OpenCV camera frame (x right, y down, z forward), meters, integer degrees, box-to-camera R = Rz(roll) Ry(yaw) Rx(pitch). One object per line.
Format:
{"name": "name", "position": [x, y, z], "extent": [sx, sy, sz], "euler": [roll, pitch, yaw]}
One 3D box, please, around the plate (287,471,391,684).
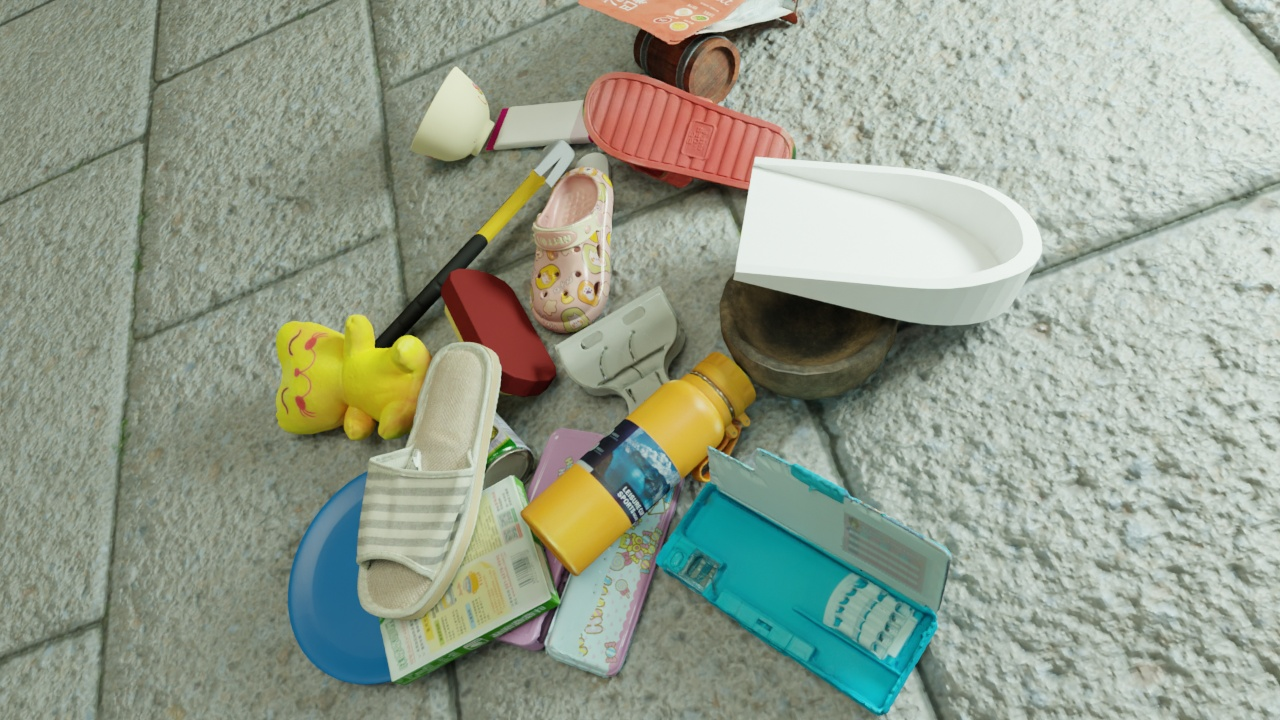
{"name": "plate", "position": [-0.246, 0.207, 0.911], "extent": [0.225, 0.024, 0.224], "euler": [-9, 59, 15]}

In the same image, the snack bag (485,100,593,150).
{"name": "snack bag", "position": [-0.102, -0.292, 1.138], "extent": [0.197, 0.016, 0.070], "euler": [3, 63, 27]}

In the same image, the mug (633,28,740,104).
{"name": "mug", "position": [0.042, -0.343, 1.091], "extent": [0.111, 0.081, 0.117], "euler": [40, 105, 36]}

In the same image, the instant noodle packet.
{"name": "instant noodle packet", "position": [0.059, -0.426, 1.066], "extent": [0.220, 0.084, 0.164], "euler": [-32, 52, -32]}

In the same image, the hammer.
{"name": "hammer", "position": [-0.190, -0.131, 1.052], "extent": [0.323, 0.029, 0.127], "euler": [-48, 16, -3]}

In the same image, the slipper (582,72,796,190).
{"name": "slipper", "position": [0.052, -0.247, 1.027], "extent": [0.249, 0.059, 0.103], "euler": [21, 92, 10]}

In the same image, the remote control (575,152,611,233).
{"name": "remote control", "position": [-0.056, -0.187, 1.070], "extent": [0.043, 0.013, 0.136], "euler": [-10, 59, 15]}

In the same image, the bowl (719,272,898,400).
{"name": "bowl", "position": [0.157, -0.032, 0.857], "extent": [0.162, 0.070, 0.162], "euler": [-6, 53, 7]}

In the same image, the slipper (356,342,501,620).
{"name": "slipper", "position": [-0.200, 0.105, 0.863], "extent": [0.115, 0.054, 0.272], "euler": [7, 70, 23]}

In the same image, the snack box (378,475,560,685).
{"name": "snack box", "position": [-0.167, 0.201, 0.848], "extent": [0.168, 0.027, 0.131], "euler": [-29, 56, 7]}

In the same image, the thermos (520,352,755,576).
{"name": "thermos", "position": [0.006, 0.092, 0.831], "extent": [0.232, 0.091, 0.076], "euler": [-41, 42, -15]}

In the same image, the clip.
{"name": "clip", "position": [-0.014, -0.007, 0.915], "extent": [0.126, 0.105, 0.151], "euler": [-30, 46, 5]}

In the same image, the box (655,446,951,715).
{"name": "box", "position": [0.136, 0.162, 0.763], "extent": [0.227, 0.086, 0.168], "euler": [28, 110, 30]}

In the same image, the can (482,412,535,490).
{"name": "can", "position": [-0.167, 0.080, 0.928], "extent": [0.067, 0.067, 0.121], "euler": [-43, 57, -7]}

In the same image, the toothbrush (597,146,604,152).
{"name": "toothbrush", "position": [0.037, -0.254, 1.075], "extent": [0.187, 0.012, 0.017], "euler": [3, 50, 21]}

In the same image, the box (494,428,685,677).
{"name": "box", "position": [-0.053, 0.171, 0.856], "extent": [0.151, 0.041, 0.213], "euler": [11, 67, 21]}

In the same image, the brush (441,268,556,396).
{"name": "brush", "position": [-0.156, -0.026, 0.979], "extent": [0.042, 0.082, 0.173], "euler": [-53, 51, 28]}

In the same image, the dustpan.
{"name": "dustpan", "position": [0.226, -0.121, 0.835], "extent": [0.258, 0.053, 0.191], "euler": [14, 44, 1]}

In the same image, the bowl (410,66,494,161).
{"name": "bowl", "position": [-0.227, -0.296, 1.151], "extent": [0.074, 0.118, 0.117], "euler": [29, 69, -13]}

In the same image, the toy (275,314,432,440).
{"name": "toy", "position": [-0.312, 0.017, 1.003], "extent": [0.194, 0.087, 0.134], "euler": [2, 93, 23]}

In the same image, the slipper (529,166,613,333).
{"name": "slipper", "position": [-0.084, -0.130, 0.997], "extent": [0.093, 0.081, 0.197], "euler": [-2, 71, 23]}
